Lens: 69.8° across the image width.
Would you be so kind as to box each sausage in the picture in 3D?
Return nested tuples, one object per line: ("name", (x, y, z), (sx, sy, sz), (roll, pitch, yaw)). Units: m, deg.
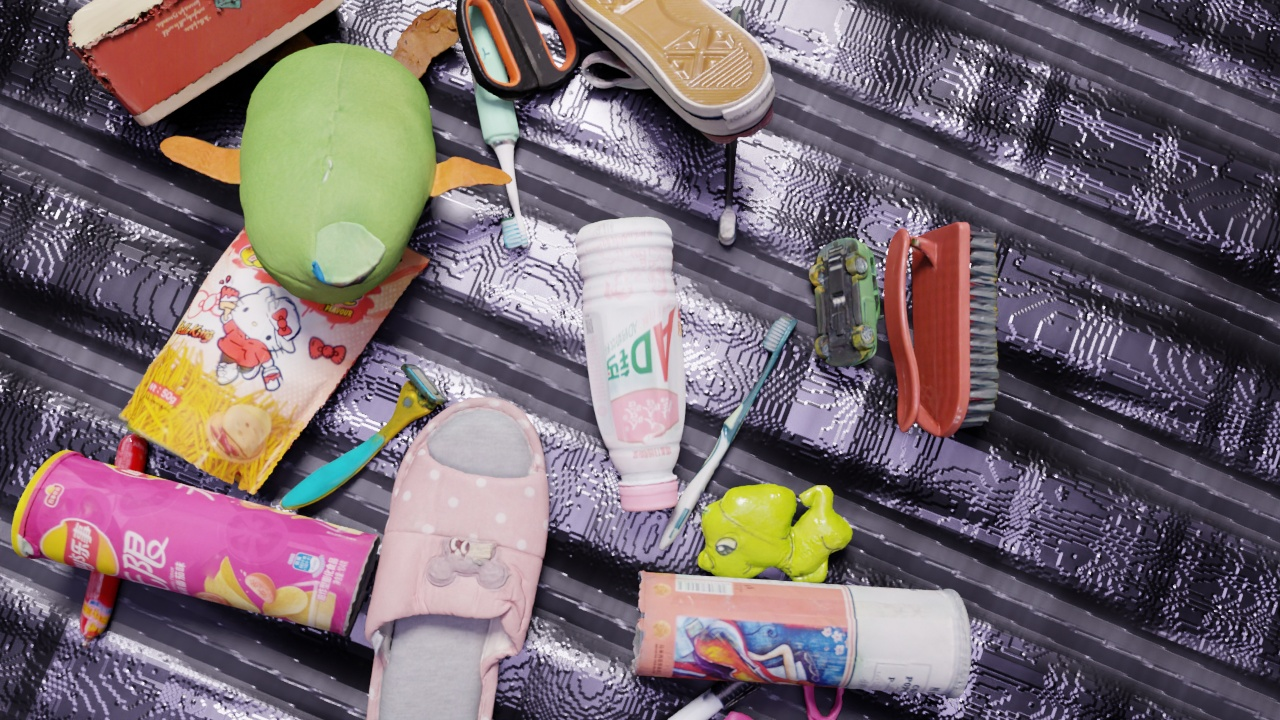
("sausage", (-0.366, 0.122, 0.640), (0.020, 0.020, 0.155), (10, 85, 0))

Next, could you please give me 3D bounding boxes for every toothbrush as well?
("toothbrush", (-0.107, -0.190, 0.666), (0.027, 0.026, 0.224), (-11, 86, -10))
("toothbrush", (0.060, 0.050, 0.654), (0.018, 0.016, 0.191), (30, 85, 11))
("toothbrush", (0.068, -0.174, 0.673), (0.016, 0.018, 0.181), (2, 84, 7))

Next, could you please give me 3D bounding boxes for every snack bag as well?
("snack bag", (-0.255, -0.021, 0.638), (0.128, 0.073, 0.207), (31, 78, 2))

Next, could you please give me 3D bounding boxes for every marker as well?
("marker", (0.028, 0.255, 0.635), (0.130, 0.018, 0.022), (-37, 69, -4))

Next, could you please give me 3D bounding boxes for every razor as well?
("razor", (-0.196, 0.060, 0.642), (0.132, 0.028, 0.043), (-42, 64, -7))

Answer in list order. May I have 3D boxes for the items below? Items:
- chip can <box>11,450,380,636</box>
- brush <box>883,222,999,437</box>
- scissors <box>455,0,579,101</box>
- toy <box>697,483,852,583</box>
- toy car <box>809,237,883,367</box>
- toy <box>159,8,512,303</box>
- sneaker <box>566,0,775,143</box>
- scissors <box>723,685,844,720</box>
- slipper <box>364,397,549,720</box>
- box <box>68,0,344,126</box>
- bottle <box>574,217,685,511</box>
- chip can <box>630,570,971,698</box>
("chip can", (-0.284, 0.121, 0.604), (0.210, 0.071, 0.071), (16, 85, -6))
("brush", (0.206, -0.019, 0.639), (0.069, 0.063, 0.145), (1, 87, -13))
("scissors", (-0.107, -0.300, 0.647), (0.136, 0.022, 0.235), (-7, 90, -34))
("toy", (0.091, 0.119, 0.640), (0.100, 0.031, 0.097), (32, 98, -5))
("toy car", (0.147, -0.040, 0.647), (0.036, 0.043, 0.091), (9, 76, -37))
("toy", (-0.200, -0.141, 0.615), (0.227, 0.090, 0.246), (1, 60, -5))
("sneaker", (0.015, -0.228, 0.641), (0.118, 0.088, 0.241), (-33, 63, -2))
("scissors", (0.121, 0.273, 0.638), (0.133, 0.017, 0.125), (35, 82, -2))
("slipper", (-0.129, 0.160, 0.622), (0.114, 0.054, 0.274), (11, 86, 0))
("box", (-0.300, -0.247, 0.625), (0.168, 0.079, 0.091), (-34, 45, -4))
("bottle", (-0.004, 0.004, 0.633), (0.068, 0.068, 0.197), (-5, 89, -1))
("chip can", (0.103, 0.182, 0.615), (0.215, 0.071, 0.071), (4, 85, -1))
